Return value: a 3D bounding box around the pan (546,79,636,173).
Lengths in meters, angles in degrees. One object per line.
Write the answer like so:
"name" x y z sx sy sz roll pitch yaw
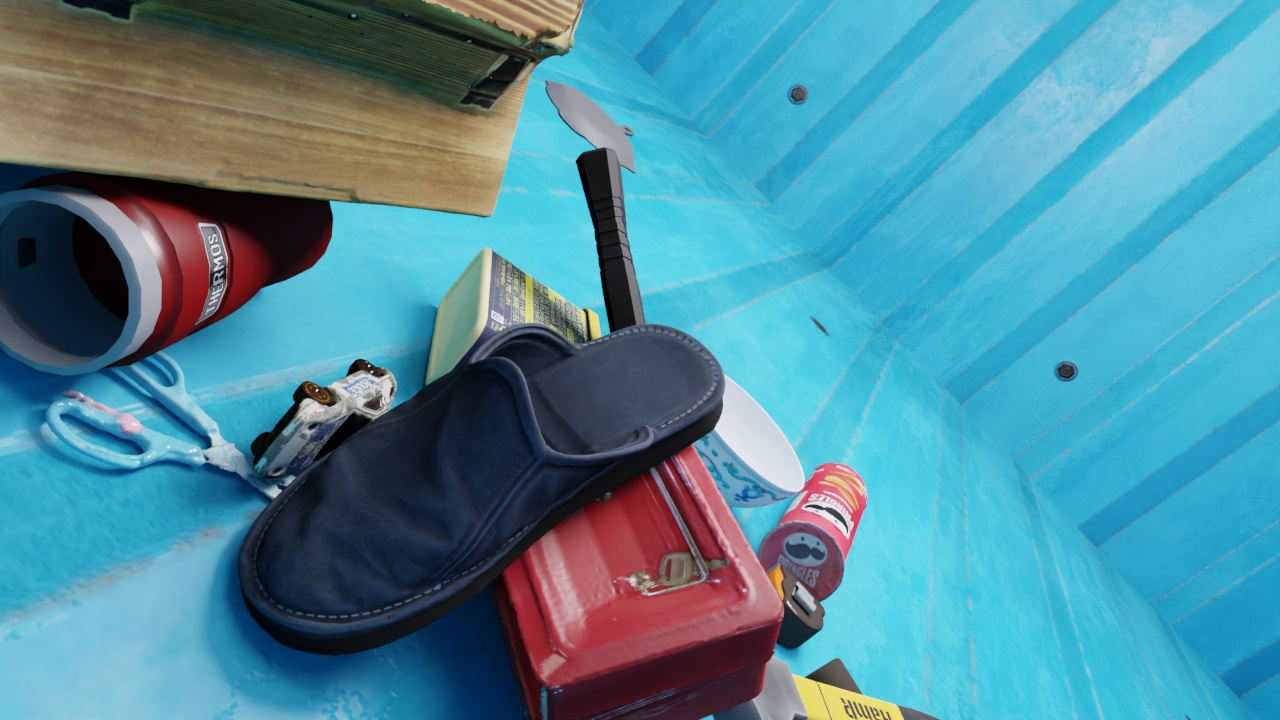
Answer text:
"pan" -0.059 -0.413 1.602 0.216 0.024 0.353 47 19 2

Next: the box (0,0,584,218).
"box" -0.176 -0.253 0.420 0.286 0.337 0.278 29 17 30

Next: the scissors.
"scissors" -0.208 0.035 0.445 0.142 0.015 0.095 37 19 -40

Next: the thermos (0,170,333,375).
"thermos" -0.240 -0.060 0.459 0.108 0.084 0.198 10 17 1

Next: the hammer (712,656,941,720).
"hammer" 0.151 0.234 0.603 0.324 0.034 0.169 30 28 -39

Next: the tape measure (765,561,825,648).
"tape measure" 0.121 0.198 0.741 0.058 0.038 0.058 48 20 7

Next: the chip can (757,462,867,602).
"chip can" 0.172 0.157 0.877 0.073 0.073 0.232 49 19 8

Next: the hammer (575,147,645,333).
"hammer" -0.004 0.004 0.653 0.131 0.039 0.327 63 16 -74

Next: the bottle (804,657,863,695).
"bottle" 0.170 0.299 0.631 0.045 0.045 0.184 9 44 -59

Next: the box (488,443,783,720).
"box" -0.016 0.112 0.479 0.157 0.129 0.098 -117 -162 -45

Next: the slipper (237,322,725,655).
"slipper" -0.066 0.029 0.437 0.264 0.084 0.109 -27 51 -29

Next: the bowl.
"bowl" 0.067 0.080 0.808 0.144 0.074 0.143 39 21 -18

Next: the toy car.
"toy car" -0.157 0.033 0.472 0.040 0.048 0.112 41 13 -2

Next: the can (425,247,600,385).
"can" -0.090 -0.008 0.667 0.104 0.075 0.135 33 23 -24
